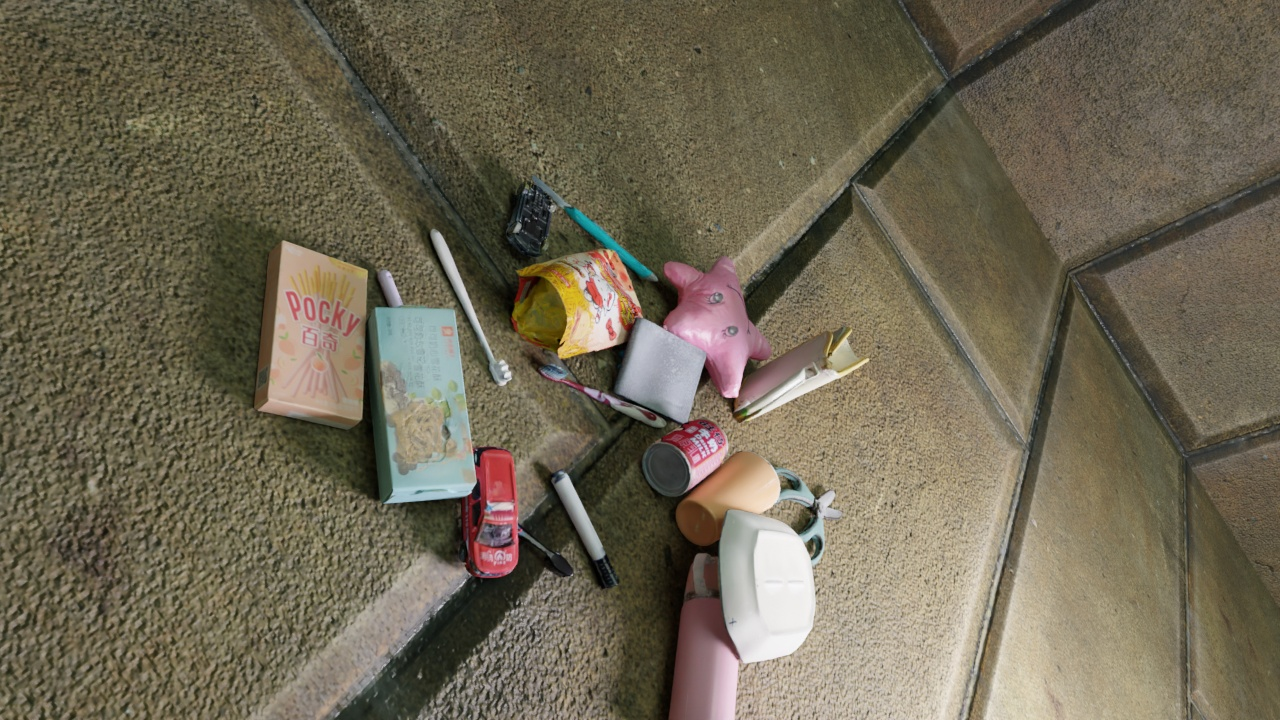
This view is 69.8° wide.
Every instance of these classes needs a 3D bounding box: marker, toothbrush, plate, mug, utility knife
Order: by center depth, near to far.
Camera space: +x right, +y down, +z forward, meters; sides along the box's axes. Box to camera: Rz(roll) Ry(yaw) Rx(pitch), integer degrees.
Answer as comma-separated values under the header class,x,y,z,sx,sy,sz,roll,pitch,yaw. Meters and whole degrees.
class,x,y,z,sx,sy,sz,roll,pitch,yaw
toothbrush,-0.134,0.149,0.872,0.189,0.016,0.014,43,50,-16
toothbrush,-0.210,-0.003,0.874,0.189,0.021,0.029,64,19,8
marker,-0.058,0.172,0.935,0.022,0.018,0.130,-26,87,-43
toothbrush,-0.176,-0.057,0.949,0.016,0.016,0.180,-17,79,-58
plate,0.149,0.250,1.027,0.265,0.034,0.162,29,55,-60
toothbrush,-0.037,0.041,1.040,0.187,0.017,0.016,26,50,-35
mug,0.098,0.163,1.072,0.122,0.078,0.078,-25,86,-47
utility knife,-0.056,-0.162,1.141,0.209,0.029,0.013,39,69,-25

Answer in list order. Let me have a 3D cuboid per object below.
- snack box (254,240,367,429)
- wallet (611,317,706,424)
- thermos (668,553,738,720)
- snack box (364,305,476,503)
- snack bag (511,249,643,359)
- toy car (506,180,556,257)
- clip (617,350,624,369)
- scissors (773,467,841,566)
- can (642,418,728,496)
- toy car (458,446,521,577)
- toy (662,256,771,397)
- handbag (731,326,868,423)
class,x,y,z,sx,sy,sz,roll,pitch,yaw
snack box,-0.284,-0.022,0.800,0.084,0.026,0.157,19,54,-40
wallet,0.024,0.015,1.099,0.120,0.019,0.097,26,76,-36
thermos,0.067,0.297,0.947,0.087,0.067,0.198,61,30,-45
snack box,-0.198,0.038,0.818,0.074,0.052,0.174,-1,69,-28
snack bag,-0.062,-0.068,1.057,0.207,0.073,0.128,-22,83,-59
toy car,-0.128,-0.160,1.056,0.049,0.031,0.105,32,45,-30
clip,-0.005,0.009,1.099,0.057,0.015,0.048,26,47,-34
scissors,0.215,0.189,1.227,0.177,0.019,0.169,-32,91,-51
can,0.054,0.109,1.058,0.093,0.067,0.066,-26,87,-52
toy car,-0.137,0.136,0.836,0.052,0.045,0.120,5,73,-33
toy,0.093,-0.044,1.194,0.178,0.075,0.194,-14,80,-42
handbag,0.190,0.025,1.186,0.178,0.164,0.063,-26,85,-51
